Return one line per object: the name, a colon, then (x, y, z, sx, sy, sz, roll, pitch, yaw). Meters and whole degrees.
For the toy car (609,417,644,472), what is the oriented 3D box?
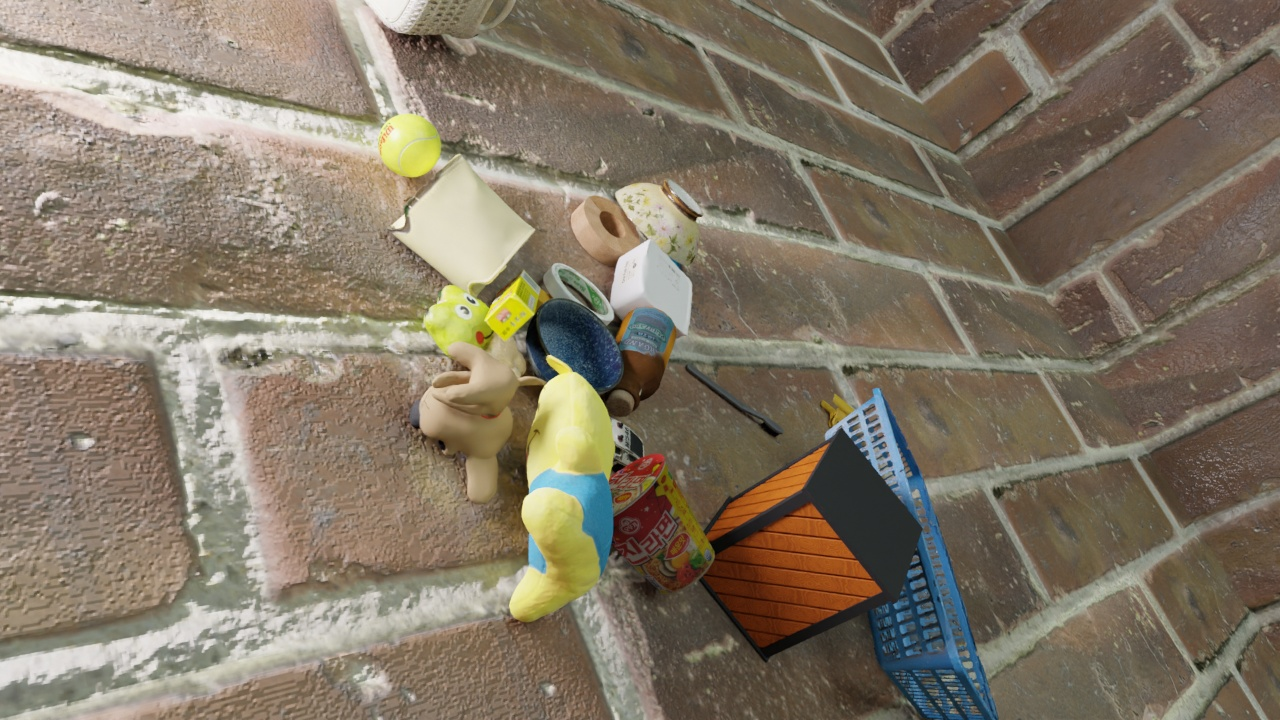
toy car: (-0.039, 0.078, 0.953, 0.112, 0.041, 0.048, 28, 39, -29)

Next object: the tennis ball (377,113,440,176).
tennis ball: (-0.245, -0.228, 0.974, 0.065, 0.065, 0.065, 30, 39, -29)

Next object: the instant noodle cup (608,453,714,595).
instant noodle cup: (0.015, 0.165, 0.894, 0.112, 0.101, 0.100, 54, 33, -11)

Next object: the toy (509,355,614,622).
toy: (-0.064, 0.107, 0.814, 0.084, 0.149, 0.213, 10, 37, -7)

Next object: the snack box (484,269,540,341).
snack box: (-0.127, -0.058, 0.922, 0.029, 0.040, 0.148, 47, 7, -13)

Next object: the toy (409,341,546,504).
toy: (-0.146, 0.042, 0.810, 0.105, 0.108, 0.134, 9, 49, -19)

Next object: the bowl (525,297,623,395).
bowl: (-0.080, -0.003, 0.963, 0.114, 0.061, 0.114, 32, 37, -28)

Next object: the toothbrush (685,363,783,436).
toothbrush: (0.123, 0.052, 1.193, 0.167, 0.013, 0.012, 36, 37, -20)

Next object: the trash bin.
trash bin: (0.174, 0.195, 0.974, 0.139, 0.172, 0.139, 51, 34, 0)

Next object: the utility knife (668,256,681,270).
utility knife: (0.046, -0.117, 1.254, 0.031, 0.015, 0.174, 24, 37, -31)

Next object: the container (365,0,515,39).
container: (-0.278, -0.514, 1.112, 0.142, 0.185, 0.251, -32, 83, -44)

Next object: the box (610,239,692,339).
box: (0.002, -0.073, 1.149, 0.102, 0.095, 0.107, 44, 38, -32)

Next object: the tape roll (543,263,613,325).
tape roll: (-0.070, -0.074, 1.055, 0.094, 0.018, 0.093, 39, 20, -17)

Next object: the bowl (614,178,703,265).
bowl: (0.039, -0.202, 1.254, 0.145, 0.063, 0.145, 39, 19, -17)

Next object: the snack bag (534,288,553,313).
snack bag: (-0.102, -0.057, 1.023, 0.099, 0.020, 0.026, 35, 31, -23)

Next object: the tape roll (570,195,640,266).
tape roll: (-0.045, -0.168, 1.186, 0.094, 0.027, 0.093, 30, 39, -29)

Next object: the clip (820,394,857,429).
clip: (0.291, 0.081, 1.356, 0.054, 0.046, 0.047, 37, 1, -21)

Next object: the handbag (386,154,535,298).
handbag: (-0.187, -0.135, 0.950, 0.119, 0.081, 0.110, 44, 42, -14)

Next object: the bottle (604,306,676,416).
bottle: (-0.006, 0.006, 1.034, 0.068, 0.068, 0.156, 41, 35, -15)

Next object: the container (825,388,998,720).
container: (0.322, 0.247, 1.117, 0.257, 0.089, 0.361, 51, 25, -45)

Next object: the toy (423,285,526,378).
toy: (-0.158, -0.020, 0.901, 0.118, 0.043, 0.092, 44, 24, -17)
